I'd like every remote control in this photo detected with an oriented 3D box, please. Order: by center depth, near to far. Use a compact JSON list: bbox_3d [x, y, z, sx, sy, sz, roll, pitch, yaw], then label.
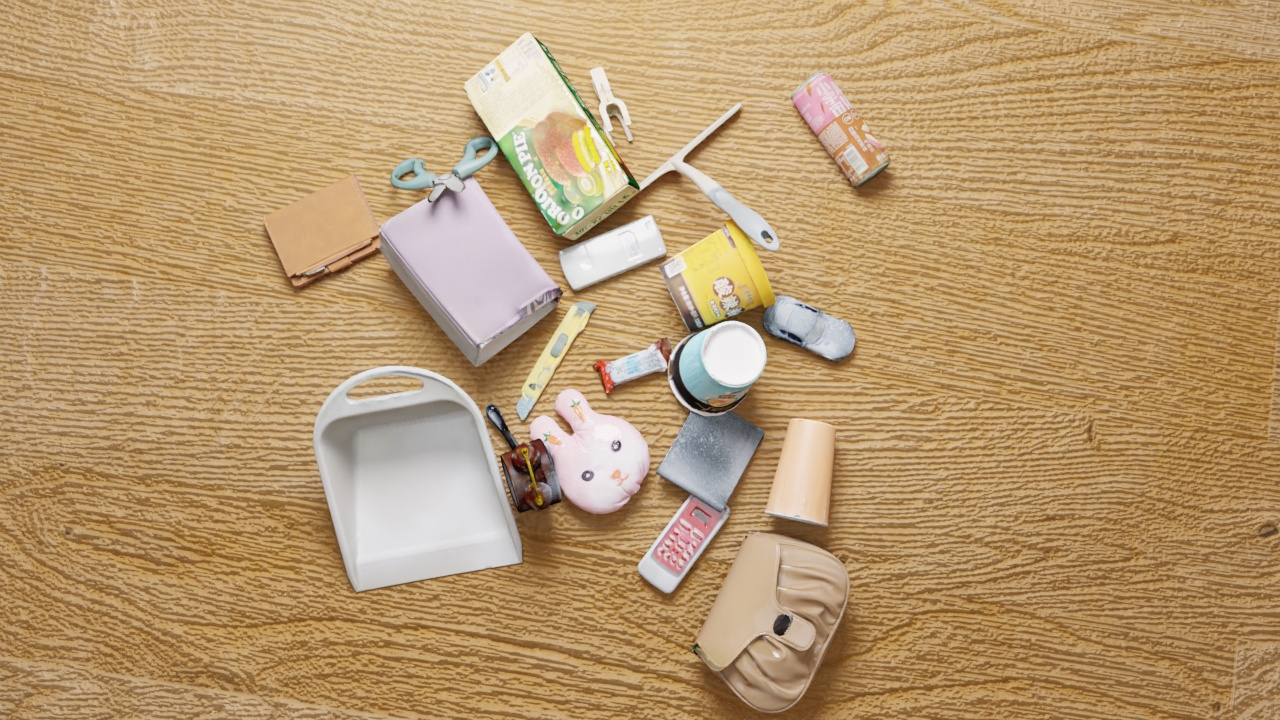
[{"bbox_3d":[0.054,0.226,1.154,0.056,0.020,0.136,37,86,2],"label":"remote control"},{"bbox_3d":[-0.037,-0.138,1.185,0.135,0.019,0.056,-22,86,-1],"label":"remote control"}]

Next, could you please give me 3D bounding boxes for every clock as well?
[{"bbox_3d":[-0.130,0.138,1.092,0.055,0.122,0.082,-17,87,-13],"label":"clock"}]

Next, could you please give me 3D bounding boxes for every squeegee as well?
[{"bbox_3d":[0.087,-0.202,1.109,0.246,0.039,0.246,-39,49,-2],"label":"squeegee"}]

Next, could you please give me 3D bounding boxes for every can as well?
[{"bbox_3d":[0.256,-0.296,1.177,0.058,0.058,0.147,-34,86,-3],"label":"can"}]

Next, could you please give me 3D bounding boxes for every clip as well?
[{"bbox_3d":[-0.039,-0.331,1.178,0.035,0.089,0.104,-18,96,-1],"label":"clip"}]

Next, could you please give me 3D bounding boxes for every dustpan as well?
[{"bbox_3d":[-0.278,0.141,1.105,0.222,0.142,0.257,-10,84,0],"label":"dustpan"}]

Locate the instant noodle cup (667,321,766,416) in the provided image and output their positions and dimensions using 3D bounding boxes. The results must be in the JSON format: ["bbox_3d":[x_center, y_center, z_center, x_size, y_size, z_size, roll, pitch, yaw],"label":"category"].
[{"bbox_3d":[0.097,0.005,1.113,0.111,0.121,0.111,2,79,-9],"label":"instant noodle cup"}]

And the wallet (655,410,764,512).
[{"bbox_3d":[0.089,0.116,1.156,0.097,0.019,0.120,31,74,2],"label":"wallet"}]

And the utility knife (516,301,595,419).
[{"bbox_3d":[-0.112,-0.003,1.180,0.031,0.019,0.175,30,91,9],"label":"utility knife"}]

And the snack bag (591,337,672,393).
[{"bbox_3d":[-0.007,0.007,1.169,0.105,0.026,0.045,-19,86,-2],"label":"snack bag"}]

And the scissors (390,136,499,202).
[{"bbox_3d":[-0.231,-0.243,1.151,0.176,0.174,0.019,-31,125,-21],"label":"scissors"}]

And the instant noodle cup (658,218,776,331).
[{"bbox_3d":[0.093,-0.101,1.137,0.114,0.118,0.118,-25,85,6],"label":"instant noodle cup"}]

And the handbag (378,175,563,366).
[{"bbox_3d":[-0.211,-0.113,1.145,0.144,0.099,0.197,-38,85,-19],"label":"handbag"}]

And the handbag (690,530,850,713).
[{"bbox_3d":[0.160,0.312,1.106,0.148,0.100,0.204,26,82,6],"label":"handbag"}]

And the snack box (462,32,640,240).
[{"bbox_3d":[-0.112,-0.280,1.155,0.115,0.063,0.240,-36,81,14],"label":"snack box"}]

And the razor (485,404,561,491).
[{"bbox_3d":[-0.155,0.117,1.163,0.042,0.022,0.142,-33,88,-3],"label":"razor"}]

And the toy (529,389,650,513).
[{"bbox_3d":[-0.065,0.114,1.151,0.159,0.054,0.121,41,86,11],"label":"toy"}]

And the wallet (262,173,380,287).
[{"bbox_3d":[-0.407,-0.167,1.185,0.132,0.031,0.108,-27,83,-1],"label":"wallet"}]

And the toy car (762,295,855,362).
[{"bbox_3d":[0.215,-0.041,1.168,0.120,0.037,0.054,24,85,-1],"label":"toy car"}]

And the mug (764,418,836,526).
[{"bbox_3d":[0.204,0.137,1.136,0.078,0.078,0.122,12,80,1],"label":"mug"}]
